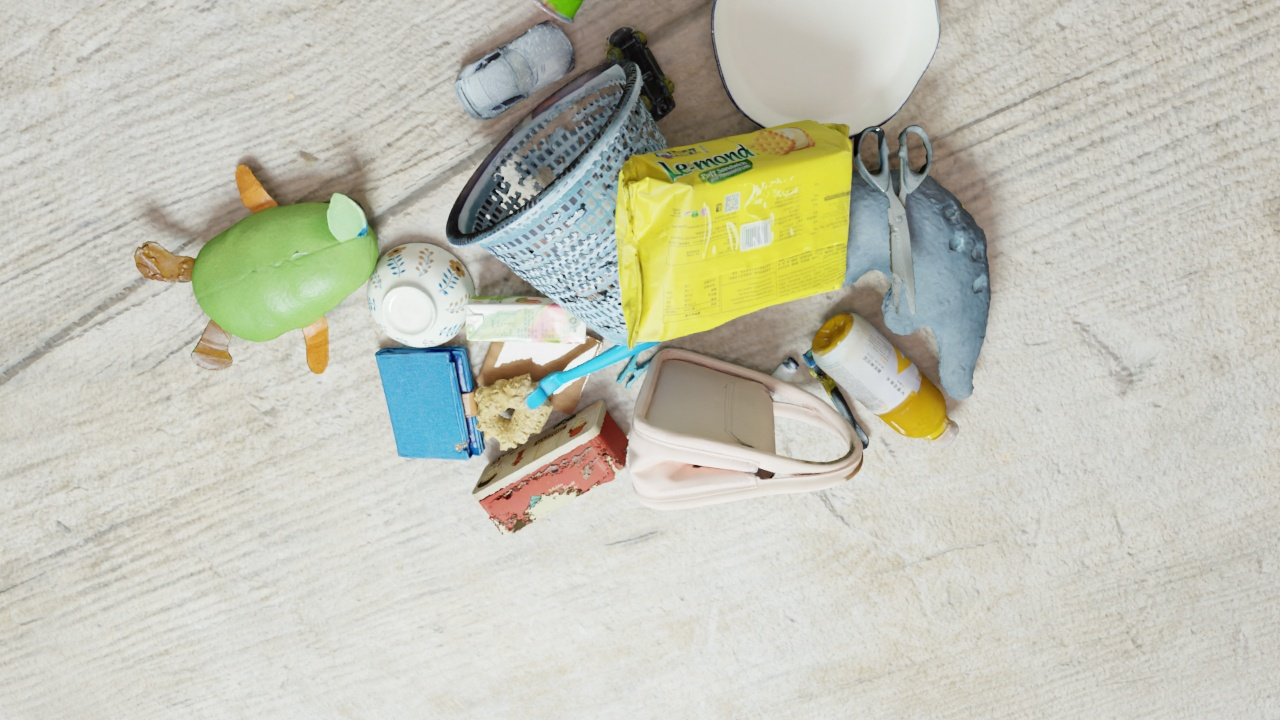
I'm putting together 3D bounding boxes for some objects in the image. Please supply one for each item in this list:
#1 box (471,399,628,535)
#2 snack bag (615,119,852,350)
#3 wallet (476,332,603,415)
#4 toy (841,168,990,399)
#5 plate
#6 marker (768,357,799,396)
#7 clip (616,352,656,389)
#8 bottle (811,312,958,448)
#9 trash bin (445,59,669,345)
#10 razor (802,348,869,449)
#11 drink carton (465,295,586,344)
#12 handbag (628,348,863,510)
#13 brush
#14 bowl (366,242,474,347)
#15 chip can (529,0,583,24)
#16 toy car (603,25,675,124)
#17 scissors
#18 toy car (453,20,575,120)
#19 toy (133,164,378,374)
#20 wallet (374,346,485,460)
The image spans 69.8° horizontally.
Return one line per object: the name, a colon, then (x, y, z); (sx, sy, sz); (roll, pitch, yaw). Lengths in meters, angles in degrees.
box: (-0.094, 0.127, 1.023); (0.168, 0.091, 0.079); (-30, 106, 15)
snack bag: (0.087, -0.110, 0.785); (0.246, 0.068, 0.158); (-19, 121, -28)
wallet: (-0.111, 0.000, 1.007); (0.115, 0.020, 0.101); (22, 113, -10)
toy: (0.258, -0.107, 0.901); (0.356, 0.091, 0.138); (43, 118, -16)
plate: (0.163, -0.302, 0.832); (0.205, 0.045, 0.205); (-1, 112, -2)
marker: (0.127, 0.046, 1.015); (0.022, 0.018, 0.131); (38, 111, -3)
clip: (-0.005, 0.007, 1.007); (0.041, 0.014, 0.056); (36, 109, -12)
bottle: (0.263, 0.027, 0.968); (0.189, 0.068, 0.068); (39, 111, -20)
trash bin: (-0.034, -0.128, 0.855); (0.227, 0.226, 0.195); (-35, 121, 17)
razor: (0.217, 0.040, 1.005); (0.042, 0.022, 0.143); (-38, 111, -20)
drink carton: (-0.117, -0.041, 0.950); (0.122, 0.053, 0.045); (0, 105, -5)
handbag: (0.109, 0.073, 0.927); (0.234, 0.193, 0.093); (6, 117, 4)
brush: (-0.073, 0.018, 0.976); (0.255, 0.045, 0.083); (-28, 112, 17)
bowl: (-0.235, -0.062, 0.963); (0.113, 0.062, 0.114); (1, 113, 1)
chip can: (-0.028, -0.412, 0.788); (0.072, 0.072, 0.236); (32, 111, -11)
toy car: (-0.004, -0.269, 0.866); (0.035, 0.042, 0.090); (-1, 126, 53)
scissors: (0.226, -0.131, 0.834); (0.145, 0.014, 0.172); (34, 85, -1)
toy car: (-0.120, -0.275, 0.874); (0.121, 0.036, 0.054); (-27, 110, 11)
toy: (-0.378, -0.089, 0.943); (0.247, 0.090, 0.227); (-19, 101, 7)
wallet: (-0.233, 0.047, 1.024); (0.106, 0.040, 0.133); (-1, 115, 13)
